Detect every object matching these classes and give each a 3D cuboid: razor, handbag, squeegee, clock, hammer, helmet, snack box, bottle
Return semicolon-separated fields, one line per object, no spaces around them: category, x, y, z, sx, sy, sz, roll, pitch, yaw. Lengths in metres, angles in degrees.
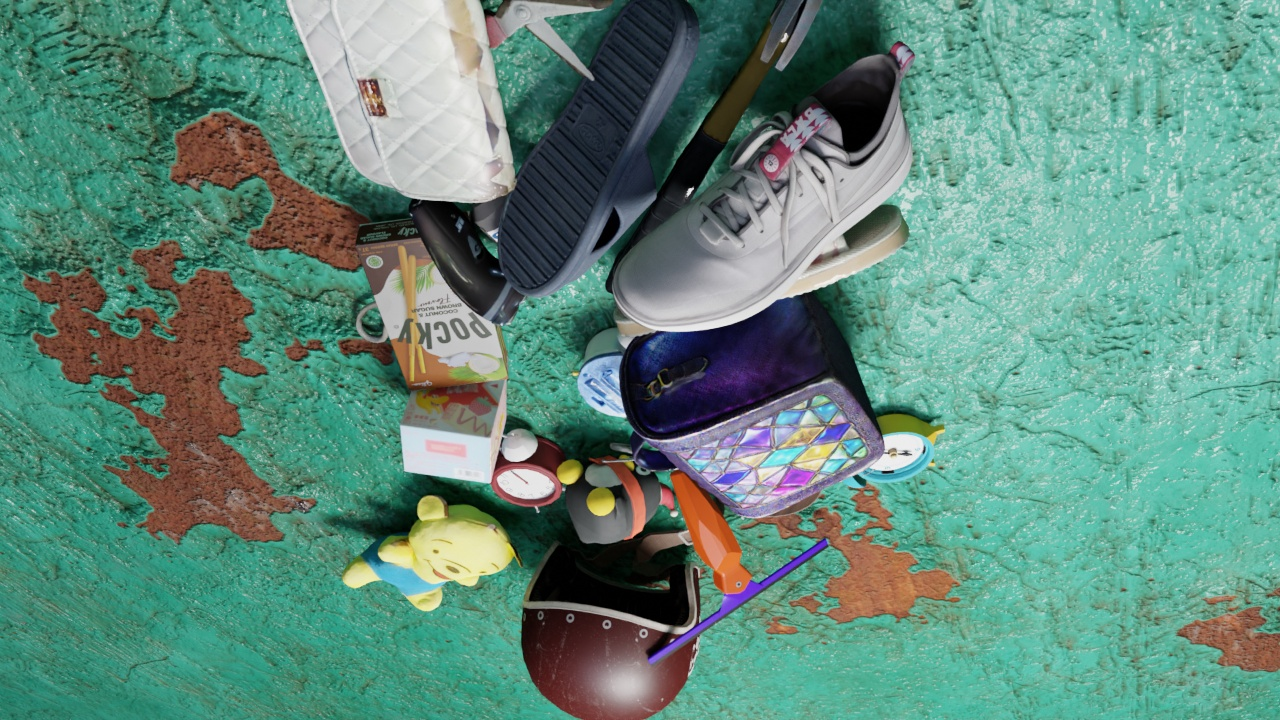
razor;-0.142;-0.088;0.779;0.064;0.052;0.140;-9;138;25
handbag;0.093;0.049;0.852;0.222;0.125;0.205;-25;143;18
squeegee;0.081;0.200;1.013;0.249;0.055;0.185;-30;103;-14
clock;0.253;0.096;0.977;0.129;0.043;0.099;-4;135;1
hammer;0.047;-0.159;0.705;0.025;0.117;0.334;27;138;-9
helmet;-0.024;0.311;1.124;0.233;0.252;0.234;6;145;14
handbag;-0.170;-0.205;0.669;0.139;0.072;0.195;10;142;14
snack box;-0.192;-0.051;0.874;0.101;0.031;0.186;-7;135;-1
bottle;-0.099;-0.108;0.807;0.047;0.046;0.112;-26;127;29
clock;-0.005;0.005;0.907;0.126;0.051;0.089;-29;125;31
snack box;-0.193;0.063;0.959;0.093;0.094;0.080;9;135;-1
clock;-0.135;0.122;1.048;0.087;0.044;0.124;-27;128;30

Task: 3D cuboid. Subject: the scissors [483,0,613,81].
scissors;-0.119;-0.271;0.649;0.200;0.015;0.179;-2;129;24

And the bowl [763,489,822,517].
bowl;0.143;0.128;1.027;0.119;0.032;0.119;4;136;3

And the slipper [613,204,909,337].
slipper;0.090;-0.082;0.771;0.263;0.114;0.052;-17;113;24

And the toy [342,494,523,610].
toy;-0.255;0.240;1.156;0.215;0.083;0.149;-33;130;32

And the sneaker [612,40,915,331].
sneaker;0.091;-0.118;0.644;0.263;0.096;0.129;-36;159;-8

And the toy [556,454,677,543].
toy;-0.024;0.151;1.029;0.119;0.097;0.100;-21;130;-31

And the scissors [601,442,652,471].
scissors;0.019;0.105;0.979;0.164;0.014;0.142;7;-177;-25

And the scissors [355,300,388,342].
scissors;-0.220;-0.062;0.894;0.164;0.012;0.153;-30;128;26

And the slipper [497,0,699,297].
slipper;-0.020;-0.154;0.716;0.082;0.101;0.264;2;132;-46
